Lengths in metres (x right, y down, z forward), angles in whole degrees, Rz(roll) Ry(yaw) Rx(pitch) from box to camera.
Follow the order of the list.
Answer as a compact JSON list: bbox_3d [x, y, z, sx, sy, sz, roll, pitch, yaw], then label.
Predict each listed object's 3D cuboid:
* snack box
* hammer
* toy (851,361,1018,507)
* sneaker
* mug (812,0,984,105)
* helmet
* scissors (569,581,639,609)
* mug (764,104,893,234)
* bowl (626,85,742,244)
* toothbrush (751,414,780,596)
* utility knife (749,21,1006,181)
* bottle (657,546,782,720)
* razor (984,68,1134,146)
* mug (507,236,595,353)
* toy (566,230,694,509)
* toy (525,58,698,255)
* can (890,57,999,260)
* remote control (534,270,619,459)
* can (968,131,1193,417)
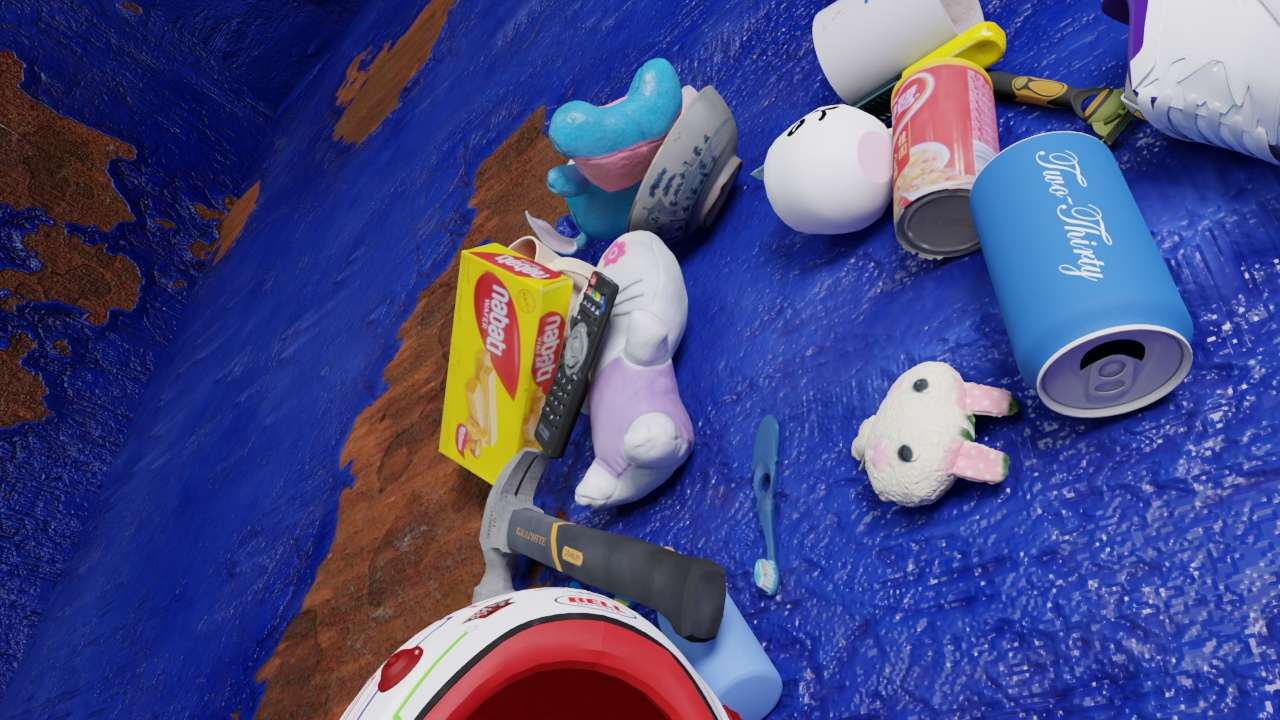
[{"bbox_3d":[-0.119,0.009,0.788,0.092,0.042,0.201,27,119,28],"label":"snack box"},{"bbox_3d":[-0.041,0.139,0.633,0.313,0.035,0.139,0,80,60],"label":"hammer"},{"bbox_3d":[0.158,0.042,0.526,0.112,0.050,0.087,1,63,46],"label":"toy"},{"bbox_3d":[0.305,-0.141,0.458,0.111,0.091,0.243,-50,38,48],"label":"sneaker"},{"bbox_3d":[0.202,-0.258,0.703,0.097,0.083,0.119,-20,20,42],"label":"mug"},{"bbox_3d":[-0.059,0.269,0.437,0.313,0.231,0.237,-87,17,-44],"label":"helmet"},{"bbox_3d":[-0.023,0.195,0.655,0.125,0.014,0.130,-42,33,19],"label":"scissors"},{"bbox_3d":[0.152,-0.144,0.664,0.123,0.090,0.076,-35,14,-29],"label":"mug"},{"bbox_3d":[0.048,-0.156,0.794,0.150,0.057,0.151,-59,-6,-10],"label":"bowl"},{"bbox_3d":[0.083,0.090,0.603,0.021,0.016,0.132,-25,45,35],"label":"toothbrush"},{"bbox_3d":[0.170,-0.187,0.703,0.234,0.028,0.020,-24,39,47],"label":"utility knife"},{"bbox_3d":[0.038,0.163,0.570,0.048,0.048,0.131,-50,34,9],"label":"bottle"},{"bbox_3d":[0.263,-0.172,0.597,0.044,0.021,0.144,-52,31,6],"label":"razor"},{"bbox_3d":[-0.074,-0.057,0.847,0.112,0.104,0.085,-21,47,40],"label":"mug"},{"bbox_3d":[-0.004,0.004,0.719,0.138,0.085,0.209,128,146,-47],"label":"toy"},{"bbox_3d":[-0.011,-0.194,0.848,0.223,0.099,0.192,-41,-13,-15],"label":"toy"},{"bbox_3d":[0.199,-0.133,0.600,0.067,0.066,0.124,-23,46,40],"label":"can"},{"bbox_3d":[-0.046,0.004,0.691,0.045,0.021,0.140,41,115,60],"label":"remote control"},{"bbox_3d":[0.227,-0.049,0.483,0.079,0.079,0.145,-31,41,33],"label":"can"}]
